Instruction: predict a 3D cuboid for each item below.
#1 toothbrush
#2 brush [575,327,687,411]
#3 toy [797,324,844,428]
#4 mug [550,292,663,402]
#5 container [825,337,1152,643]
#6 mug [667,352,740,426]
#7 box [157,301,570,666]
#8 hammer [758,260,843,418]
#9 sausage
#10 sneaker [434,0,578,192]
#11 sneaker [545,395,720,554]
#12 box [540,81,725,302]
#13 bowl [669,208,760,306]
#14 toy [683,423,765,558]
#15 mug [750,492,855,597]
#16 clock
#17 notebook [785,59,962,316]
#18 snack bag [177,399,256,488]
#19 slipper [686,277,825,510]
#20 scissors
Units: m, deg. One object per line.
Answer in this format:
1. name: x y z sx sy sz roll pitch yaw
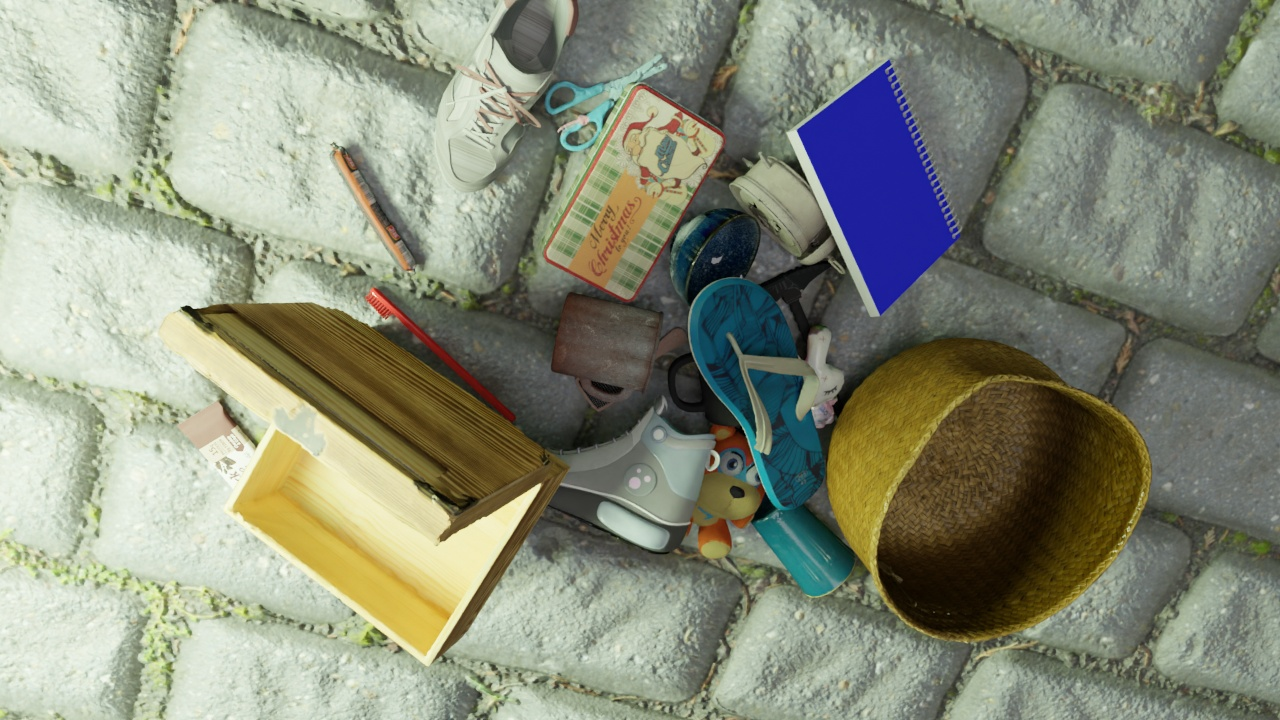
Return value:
1. toothbrush: -0.218 -0.001 1.007 0.018 0.012 0.212 -42 108 9
2. brush: -0.006 0.006 1.030 0.136 0.015 0.050 -33 108 6
3. toy: 0.190 0.023 1.028 0.079 0.038 0.123 -23 114 -5
4. mug: -0.039 -0.007 0.983 0.110 0.096 0.123 16 123 2
5. container: 0.357 0.130 1.008 0.306 0.196 0.307 -3 108 -11
6. mug: 0.087 0.020 1.010 0.113 0.078 0.088 -11 109 -3
7. box: -0.258 0.111 0.831 0.279 0.336 0.286 34 98 10
8. hammer: 0.231 0.038 1.066 0.095 0.015 0.325 -26 110 3
9. sausage: -0.276 -0.153 0.946 0.020 0.020 0.155 -28 109 4
10. sneaker: -0.132 -0.267 0.884 0.099 0.089 0.236 25 105 -13
11. sneaker: -0.048 0.095 1.006 0.257 0.093 0.160 25 89 10
12. box: -0.009 -0.172 0.947 0.117 0.051 0.206 28 105 -18
13. bowl: 0.067 -0.115 0.963 0.061 0.114 0.114 37 106 27
14. toy: 0.092 0.140 1.051 0.112 0.096 0.176 24 94 -18
15. mug: 0.188 0.212 1.092 0.078 0.078 0.121 -40 103 8
16. clock: 0.162 -0.149 0.947 0.061 0.103 0.157 -45 100 2
17. notebook: 0.248 -0.179 0.944 0.171 0.022 0.209 -40 112 -28
18. snack bag: -0.444 0.121 1.026 0.057 0.013 0.158 -30 109 6
19. slipper: 0.142 0.040 0.957 0.118 0.060 0.295 -38 120 -24
20. scissors: -0.036 -0.279 0.933 0.141 0.015 0.076 -39 112 2
